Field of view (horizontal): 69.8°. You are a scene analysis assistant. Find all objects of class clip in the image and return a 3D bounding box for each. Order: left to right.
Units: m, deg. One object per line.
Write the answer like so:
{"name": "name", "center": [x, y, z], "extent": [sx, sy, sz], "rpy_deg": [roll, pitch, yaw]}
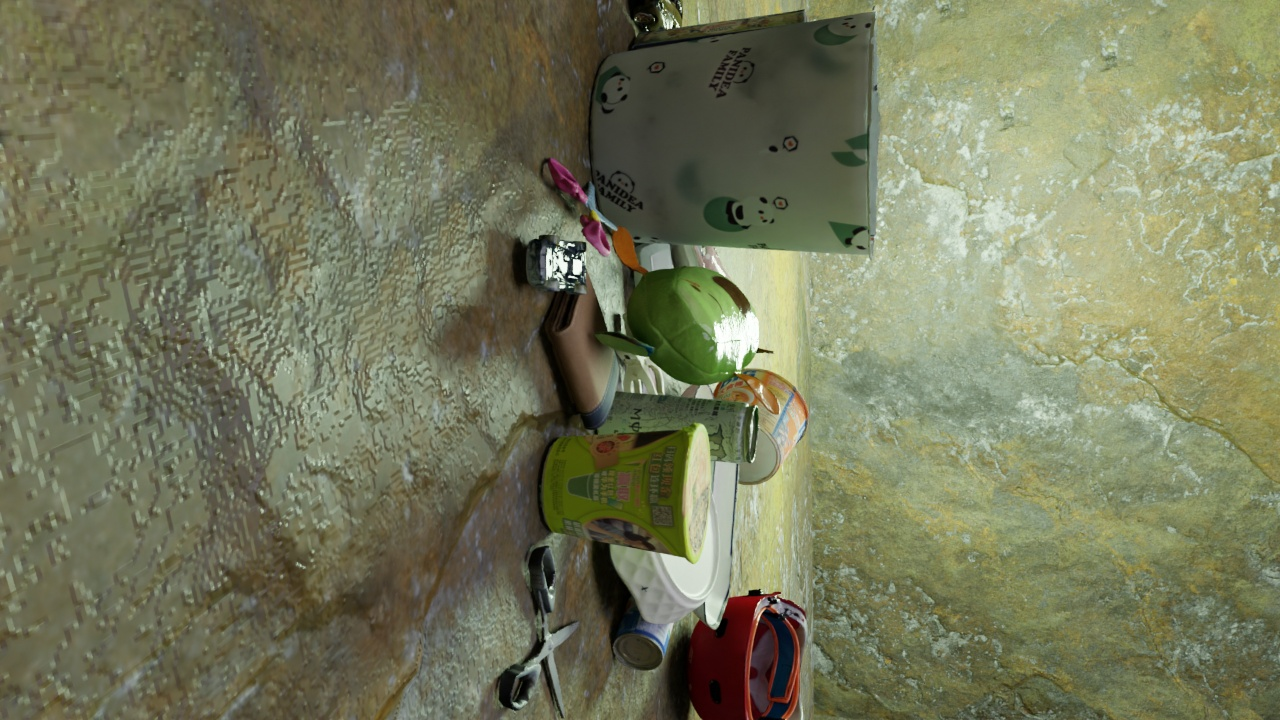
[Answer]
{"name": "clip", "center": [-0.004, 0.003, 0.945], "extent": [0.070, 0.035, 0.100], "rpy_deg": [-69, 147, -49]}

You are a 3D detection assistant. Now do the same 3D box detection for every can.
{"name": "can", "center": [0.013, 0.260, 0.975], "extent": [0.134, 0.053, 0.053], "rpy_deg": [-65, 151, -56]}
{"name": "can", "center": [0.035, 0.063, 0.867], "extent": [0.058, 0.147, 0.058], "rpy_deg": [5, 89, -74]}

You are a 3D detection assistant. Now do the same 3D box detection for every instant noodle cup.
{"name": "instant noodle cup", "center": [-0.012, 0.104, 0.747], "extent": [0.111, 0.123, 0.111], "rpy_deg": [2, 89, -76]}
{"name": "instant noodle cup", "center": [0.159, 0.102, 1.335], "extent": [0.111, 0.151, 0.151], "rpy_deg": [-53, 142, -51]}

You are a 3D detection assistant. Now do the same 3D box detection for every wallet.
{"name": "wallet", "center": [-0.048, -0.010, 0.783], "extent": [0.090, 0.033, 0.115], "rpy_deg": [-77, 160, -45]}

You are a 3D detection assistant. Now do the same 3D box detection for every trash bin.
{"name": "trash bin", "center": [0.099, -0.208, 0.883], "extent": [0.229, 0.252, 0.229], "rpy_deg": [1, 89, -74]}

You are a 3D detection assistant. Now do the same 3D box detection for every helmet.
{"name": "helmet", "center": [0.130, 0.417, 1.252], "extent": [0.240, 0.144, 0.206], "rpy_deg": [38, 53, -53]}

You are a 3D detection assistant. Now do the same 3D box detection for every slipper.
{"name": "slipper", "center": [0.076, -0.105, 1.110], "extent": [0.274, 0.054, 0.114], "rpy_deg": [66, -2, -61]}

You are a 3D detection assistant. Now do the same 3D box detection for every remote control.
{"name": "remote control", "center": [0.019, -0.066, 0.994], "extent": [0.048, 0.024, 0.125], "rpy_deg": [-24, 115, -41]}

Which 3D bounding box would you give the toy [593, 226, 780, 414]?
{"name": "toy", "center": [0.051, -0.036, 0.848], "extent": [0.090, 0.227, 0.246], "rpy_deg": [-47, 175, 17]}

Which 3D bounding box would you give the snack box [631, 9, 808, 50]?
{"name": "snack box", "center": [0.095, -0.274, 0.995], "extent": [0.045, 0.183, 0.178], "rpy_deg": [-78, 161, -47]}

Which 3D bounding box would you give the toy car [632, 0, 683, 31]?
{"name": "toy car", "center": [0.025, -0.380, 1.003], "extent": [0.158, 0.042, 0.070], "rpy_deg": [37, 56, -74]}

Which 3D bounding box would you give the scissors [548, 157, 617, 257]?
{"name": "scissors", "center": [-0.047, -0.135, 0.772], "extent": [0.118, 0.017, 0.133], "rpy_deg": [54, 15, -26]}

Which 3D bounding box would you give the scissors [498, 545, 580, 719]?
{"name": "scissors", "center": [-0.075, 0.232, 0.735], "extent": [0.159, 0.014, 0.179], "rpy_deg": [-62, 150, -58]}

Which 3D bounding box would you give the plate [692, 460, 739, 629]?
{"name": "plate", "center": [0.085, 0.189, 1.118], "extent": [0.162, 0.034, 0.265], "rpy_deg": [51, 43, -66]}

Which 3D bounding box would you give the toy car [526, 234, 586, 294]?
{"name": "toy car", "center": [-0.066, -0.073, 0.708], "extent": [0.090, 0.034, 0.043], "rpy_deg": [-9, 102, -73]}

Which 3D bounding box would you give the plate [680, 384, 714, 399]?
{"name": "plate", "center": [0.062, 0.122, 1.170], "extent": [0.192, 0.039, 0.192], "rpy_deg": [2, 89, -74]}

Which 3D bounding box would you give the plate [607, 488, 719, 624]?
{"name": "plate", "center": [0.028, 0.163, 0.940], "extent": [0.205, 0.046, 0.204], "rpy_deg": [42, 41, -52]}

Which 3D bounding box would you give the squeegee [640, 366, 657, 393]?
{"name": "squeegee", "center": [0.050, -0.030, 1.119], "extent": [0.249, 0.040, 0.247], "rpy_deg": [10, 80, -75]}
